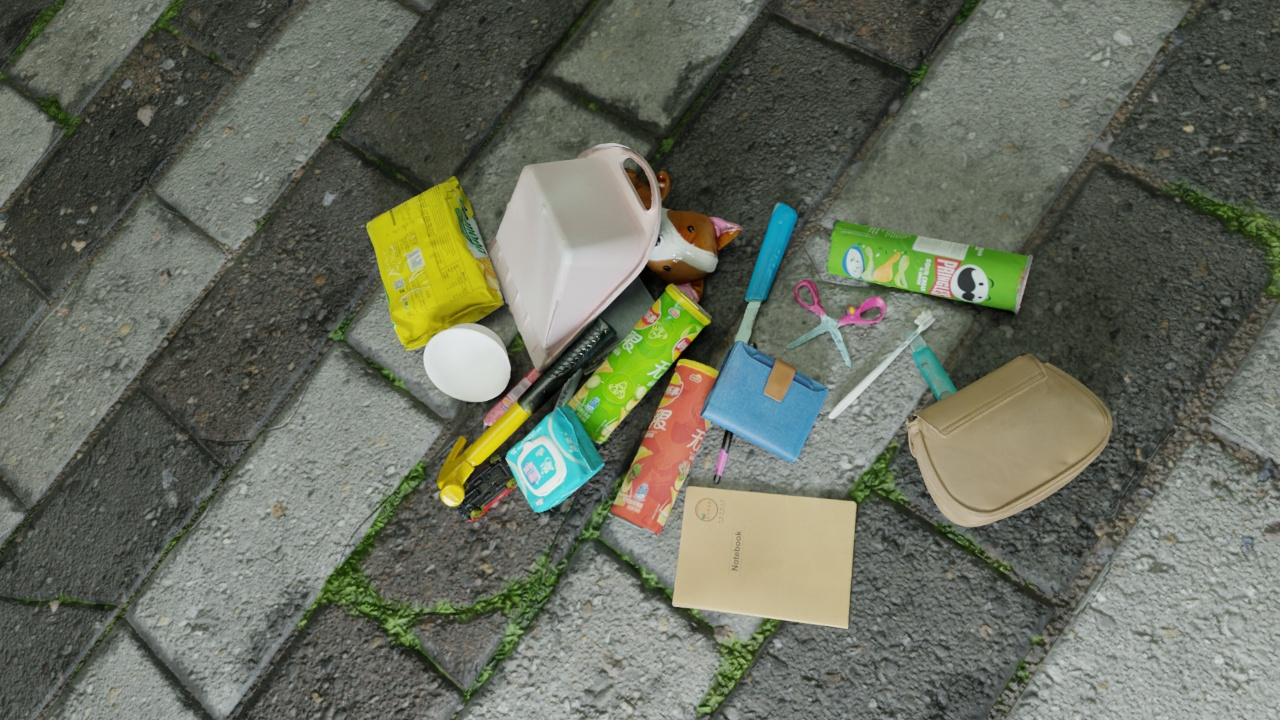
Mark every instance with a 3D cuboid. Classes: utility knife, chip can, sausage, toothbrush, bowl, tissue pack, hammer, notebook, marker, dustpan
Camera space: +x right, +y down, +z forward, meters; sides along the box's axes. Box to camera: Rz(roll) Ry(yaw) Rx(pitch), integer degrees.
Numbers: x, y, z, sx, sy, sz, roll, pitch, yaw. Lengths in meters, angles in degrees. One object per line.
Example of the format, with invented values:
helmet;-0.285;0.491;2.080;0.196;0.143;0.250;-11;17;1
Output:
utility knife;0.362;0.037;1.096;0.029;0.013;0.176;-27;67;7
chip can;0.035;0.107;1.136;0.073;0.073;0.216;23;81;21
sausage;-0.157;0.036;1.242;0.156;0.020;0.020;-45;66;-2
toothbrush;0.119;0.064;1.155;0.014;0.018;0.189;12;77;21
bowl;-0.227;-0.010;1.244;0.118;0.118;0.064;-9;32;13
tissue pack;-0.107;0.123;1.144;0.134;0.050;0.093;-43;73;42
hammer;-0.147;0.058;1.173;0.301;0.128;0.033;-44;109;2
notebook;0.147;0.231;1.096;0.208;0.008;0.147;3;73;17
chip can;0.347;-0.117;1.120;0.236;0.072;0.072;15;77;21
utility knife;0.159;-0.107;1.198;0.034;0.018;0.218;17;76;18
chip can;-0.007;0.007;1.163;0.072;0.072;0.221;44;98;24
marker;-0.103;0.062;1.219;0.022;0.018;0.130;20;79;12
toothbrush;0.293;0.005;1.120;0.180;0.016;0.016;-46;54;2
dustpan;-0.083;-0.147;1.210;0.138;0.274;0.222;-11;62;-28

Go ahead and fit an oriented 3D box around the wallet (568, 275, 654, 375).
wallet;-0.038;-0.047;1.227;0.130;0.037;0.106;-32;57;1

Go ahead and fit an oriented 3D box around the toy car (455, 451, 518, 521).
toy car;-0.197;0.165;1.204;0.106;0.031;0.049;-41;67;-2

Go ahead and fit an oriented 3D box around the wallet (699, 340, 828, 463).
wallet;0.151;0.049;1.112;0.133;0.040;0.106;28;81;-9

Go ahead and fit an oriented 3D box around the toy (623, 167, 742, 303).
toy;0.023;-0.169;1.207;0.199;0.130;0.140;35;108;13

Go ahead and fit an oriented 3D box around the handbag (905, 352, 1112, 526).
handbag;0.403;0.090;1.018;0.204;0.100;0.147;-27;67;-6

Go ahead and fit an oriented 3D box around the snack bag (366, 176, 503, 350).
snack bag;-0.299;-0.139;1.300;0.158;0.068;0.246;-27;60;5

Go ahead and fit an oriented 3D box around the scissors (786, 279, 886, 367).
scissors;0.242;-0.052;1.160;0.133;0.017;0.134;-29;70;9
